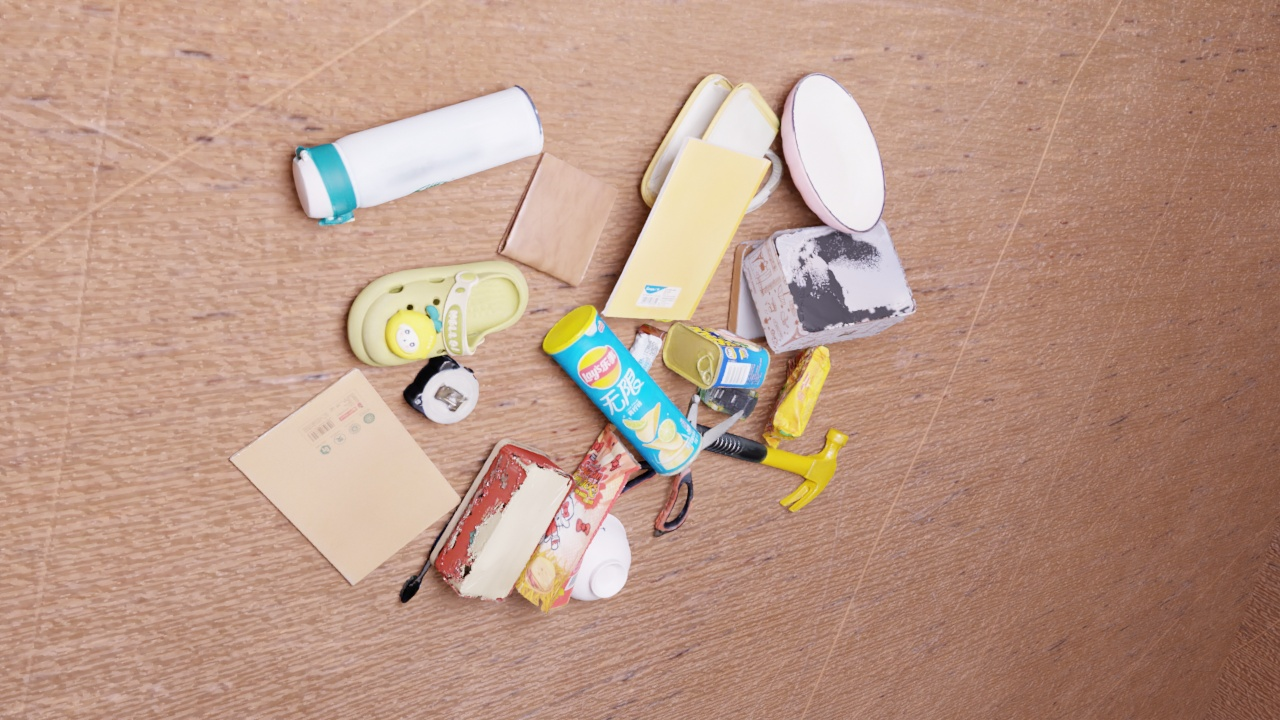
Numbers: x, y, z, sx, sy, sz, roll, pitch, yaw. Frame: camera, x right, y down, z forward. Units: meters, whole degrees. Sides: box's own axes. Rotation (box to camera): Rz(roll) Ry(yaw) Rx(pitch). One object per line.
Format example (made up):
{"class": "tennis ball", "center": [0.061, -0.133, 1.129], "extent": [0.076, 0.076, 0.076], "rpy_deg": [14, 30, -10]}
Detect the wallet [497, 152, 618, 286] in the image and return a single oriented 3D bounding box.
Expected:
{"class": "wallet", "center": [-0.084, -0.146, 0.964], "extent": [0.101, 0.020, 0.115], "rpy_deg": [22, 95, -37]}

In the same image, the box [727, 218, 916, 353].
{"class": "box", "center": [0.204, -0.085, 1.138], "extent": [0.181, 0.167, 0.150], "rpy_deg": [-10, 74, -26]}

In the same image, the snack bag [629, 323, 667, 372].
{"class": "snack bag", "center": [-0.006, 0.006, 1.077], "extent": [0.048, 0.026, 0.104], "rpy_deg": [19, 99, -44]}

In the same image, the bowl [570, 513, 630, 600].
{"class": "bowl", "center": [-0.053, 0.254, 1.133], "extent": [0.118, 0.065, 0.118], "rpy_deg": [-13, 116, -28]}

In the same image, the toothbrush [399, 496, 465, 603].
{"class": "toothbrush", "center": [-0.217, 0.191, 1.033], "extent": [0.014, 0.016, 0.189], "rpy_deg": [34, 88, -29]}

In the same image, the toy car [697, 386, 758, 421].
{"class": "toy car", "center": [0.112, 0.045, 1.165], "extent": [0.091, 0.036, 0.043], "rpy_deg": [24, 95, -37]}

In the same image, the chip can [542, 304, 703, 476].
{"class": "chip can", "center": [-0.016, 0.036, 1.027], "extent": [0.071, 0.071, 0.210], "rpy_deg": [-45, 114, -9]}

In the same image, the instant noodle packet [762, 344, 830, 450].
{"class": "instant noodle packet", "center": [0.197, 0.048, 1.173], "extent": [0.044, 0.111, 0.128], "rpy_deg": [23, 78, 2]}

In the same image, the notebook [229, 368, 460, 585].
{"class": "notebook", "center": [-0.297, 0.125, 0.952], "extent": [0.147, 0.008, 0.208], "rpy_deg": [-38, 126, -13]}

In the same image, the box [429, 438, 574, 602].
{"class": "box", "center": [-0.149, 0.182, 1.019], "extent": [0.091, 0.078, 0.168], "rpy_deg": [28, 93, -51]}

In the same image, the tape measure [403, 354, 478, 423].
{"class": "tape measure", "center": [-0.203, 0.031, 0.956], "extent": [0.066, 0.033, 0.066], "rpy_deg": [37, 90, -38]}

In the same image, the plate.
{"class": "plate", "center": [0.219, -0.235, 1.066], "extent": [0.192, 0.039, 0.192], "rpy_deg": [17, 66, -43]}

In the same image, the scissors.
{"class": "scissors", "center": [0.042, 0.136, 1.145], "extent": [0.225, 0.015, 0.189], "rpy_deg": [-29, 129, -1]}

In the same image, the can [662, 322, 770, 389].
{"class": "can", "center": [0.090, -0.004, 1.089], "extent": [0.083, 0.102, 0.057], "rpy_deg": [3, 108, -37]}

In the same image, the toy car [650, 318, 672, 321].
{"class": "toy car", "center": [0.029, -0.095, 1.052], "extent": [0.048, 0.032, 0.105], "rpy_deg": [-14, 116, -28]}

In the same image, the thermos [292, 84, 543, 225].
{"class": "thermos", "center": [-0.202, -0.187, 0.838], "extent": [0.223, 0.073, 0.073], "rpy_deg": [-24, 122, -22]}

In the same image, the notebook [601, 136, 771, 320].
{"class": "notebook", "center": [0.051, -0.133, 0.986], "extent": [0.145, 0.010, 0.207], "rpy_deg": [-1, 125, -48]}

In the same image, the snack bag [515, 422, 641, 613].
{"class": "snack bag", "center": [-0.070, 0.181, 1.057], "extent": [0.073, 0.128, 0.208], "rpy_deg": [26, 99, -19]}

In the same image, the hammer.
{"class": "hammer", "center": [0.159, 0.126, 1.235], "extent": [0.300, 0.033, 0.129], "rpy_deg": [19, 98, -37]}

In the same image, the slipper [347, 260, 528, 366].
{"class": "slipper", "center": [-0.189, -0.046, 0.902], "extent": [0.190, 0.082, 0.092], "rpy_deg": [-19, 117, -28]}

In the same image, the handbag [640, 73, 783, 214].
{"class": "handbag", "center": [0.093, -0.213, 1.033], "extent": [0.178, 0.063, 0.163], "rpy_deg": [27, 95, -53]}
